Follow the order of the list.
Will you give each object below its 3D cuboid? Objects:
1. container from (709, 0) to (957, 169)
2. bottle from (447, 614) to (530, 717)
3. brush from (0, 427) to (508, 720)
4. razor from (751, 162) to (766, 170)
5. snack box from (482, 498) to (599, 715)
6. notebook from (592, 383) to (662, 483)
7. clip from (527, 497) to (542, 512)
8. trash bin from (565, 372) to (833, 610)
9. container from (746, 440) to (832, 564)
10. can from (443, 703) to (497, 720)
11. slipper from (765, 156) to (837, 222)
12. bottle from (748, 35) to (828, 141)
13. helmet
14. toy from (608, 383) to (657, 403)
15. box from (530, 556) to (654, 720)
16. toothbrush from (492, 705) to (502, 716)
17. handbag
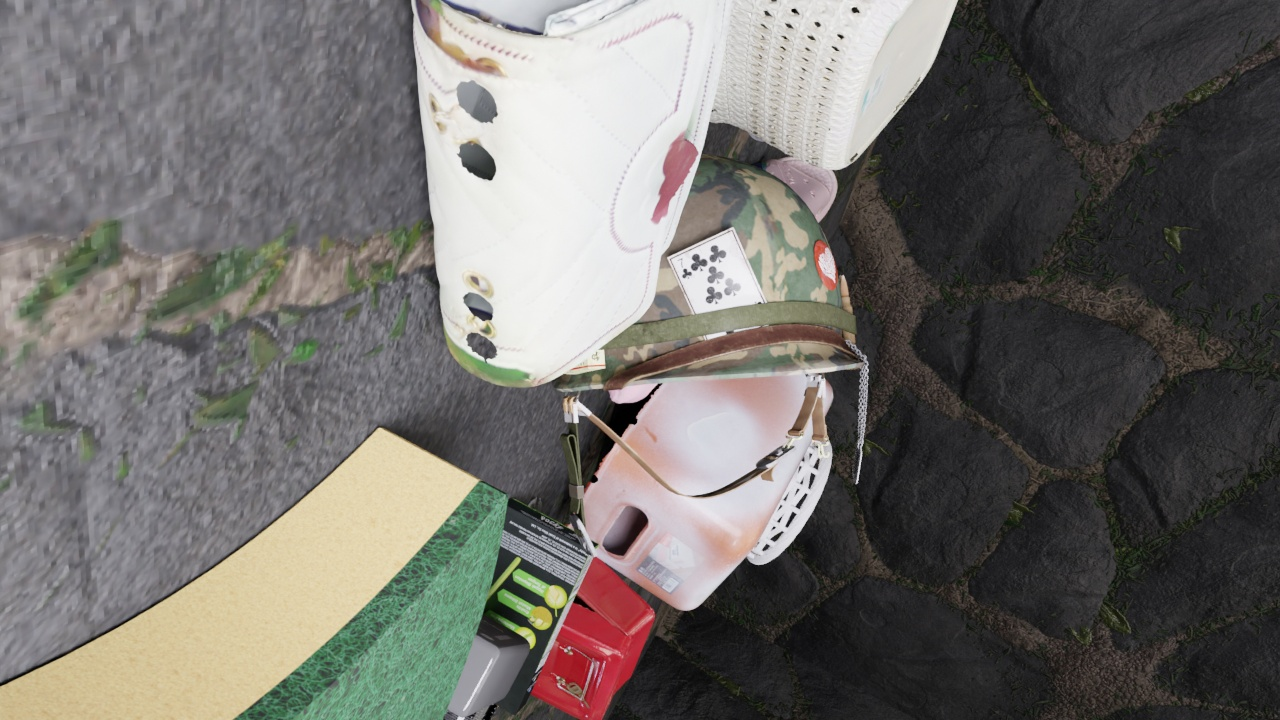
[{"bbox_3d":[0.131,-0.250,0.651,0.184,0.143,0.252,-48,166,-7],"label":"container"},{"bbox_3d":[-0.124,0.197,0.632,0.046,0.084,0.174,-62,169,-12],"label":"bottle"},{"bbox_3d":[-0.164,0.165,0.400,0.249,0.075,0.195,-43,156,-61],"label":"brush"},{"bbox_3d":[0.082,-0.150,0.957,0.143,0.022,0.042,-58,-156,-11],"label":"razor"},{"bbox_3d":[-0.101,0.195,0.730,0.147,0.080,0.025,-66,168,7],"label":"snack box"},{"bbox_3d":[0.004,0.046,1.030,0.168,0.019,0.232,-48,160,-51],"label":"notebook"},{"bbox_3d":[-0.108,0.172,0.813,0.054,0.040,0.102,-82,-174,-52],"label":"clip"},{"bbox_3d":[0.065,0.096,0.918,0.258,0.157,0.182,-52,174,-43],"label":"trash bin"},{"bbox_3d":[0.118,0.137,1.192,0.189,0.187,0.189,-58,-174,9],"label":"container"},{"bbox_3d":[-0.160,0.311,0.780,0.137,0.054,0.054,-60,168,-19],"label":"can"},{"bbox_3d":[0.143,-0.165,1.012,0.238,0.094,0.065,-50,167,-32],"label":"slipper"},{"bbox_3d":[0.144,-0.263,0.861,0.163,0.071,0.071,-56,166,-34],"label":"bottle"},{"bbox_3d":[0.040,-0.009,0.586,0.224,0.192,0.236,-141,-129,-59],"label":"helmet"},{"bbox_3d":[-0.005,0.005,0.811,0.099,0.053,0.095,-62,178,25],"label":"toy"},{"bbox_3d":[-0.062,0.301,1.012,0.117,0.136,0.158,-49,162,-47],"label":"box"},{"bbox_3d":[-0.159,0.367,0.979,0.030,0.031,0.197,-5,140,-23],"label":"toothbrush"},{"bbox_3d":[-0.030,-0.092,0.395,0.141,0.096,0.199,-55,167,-33],"label":"handbag"}]
